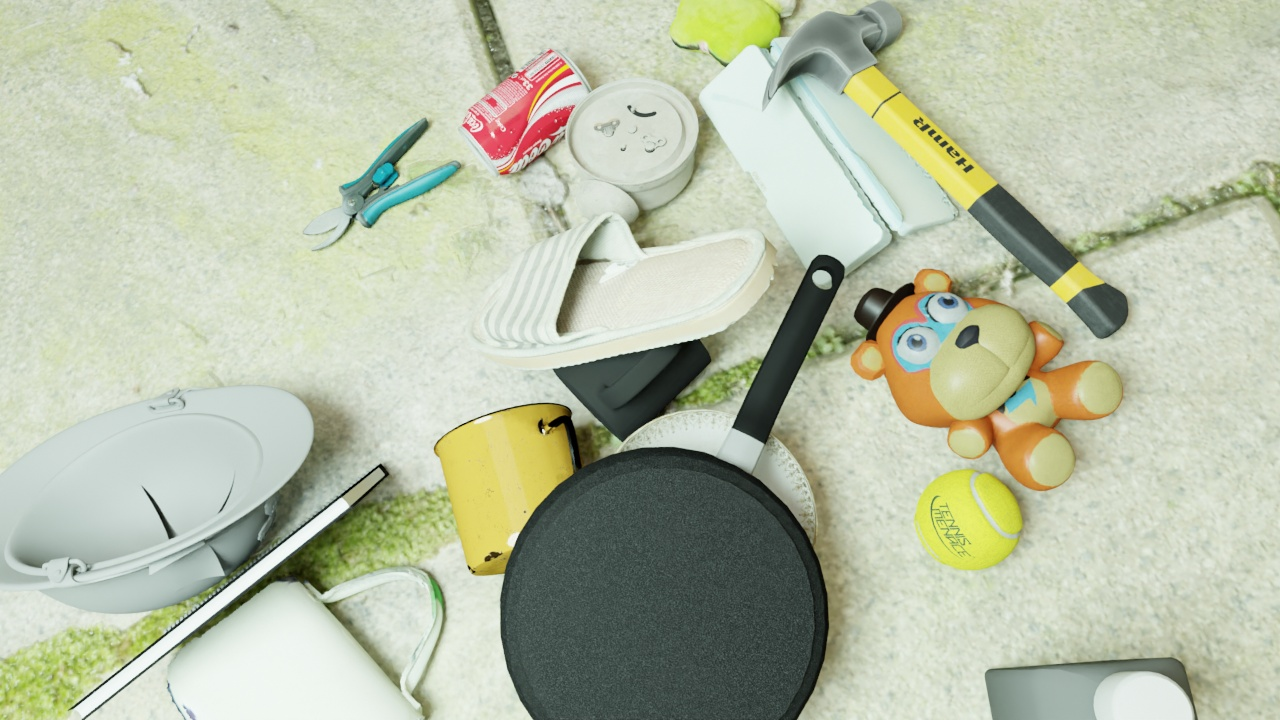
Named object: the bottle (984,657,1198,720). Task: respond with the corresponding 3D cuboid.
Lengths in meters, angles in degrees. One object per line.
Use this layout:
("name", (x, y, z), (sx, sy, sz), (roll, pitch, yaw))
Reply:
("bottle", (0.253, 0.191, 0.508), (0.084, 0.174, 0.046), (-7, 70, 7))

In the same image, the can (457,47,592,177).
("can", (-0.094, -0.204, 0.760), (0.104, 0.064, 0.064), (-40, 70, -5))

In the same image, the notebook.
("notebook", (-0.269, 0.149, 0.632), (0.206, 0.149, 0.016), (-39, 95, -4))

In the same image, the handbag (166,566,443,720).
("handbag", (-0.212, 0.219, 0.647), (0.151, 0.074, 0.175), (39, 63, 18))

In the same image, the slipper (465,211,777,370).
("slipper", (-0.029, -0.050, 0.636), (0.273, 0.054, 0.114), (-2, 54, 42))

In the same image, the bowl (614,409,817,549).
("bowl", (0.044, 0.109, 0.626), (0.145, 0.063, 0.145), (-1, 77, 3))

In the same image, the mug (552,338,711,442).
("mug", (-0.004, 0.004, 0.650), (0.088, 0.113, 0.078), (-44, 97, -7))

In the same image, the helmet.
("helmet", (-0.343, 0.120, 0.672), (0.271, 0.118, 0.183), (-10, 39, 10))

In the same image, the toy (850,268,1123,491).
("toy", (0.225, 0.008, 0.625), (0.176, 0.096, 0.112), (32, 76, 29))

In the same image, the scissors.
("scissors", (-0.219, -0.151, 0.789), (0.124, 0.019, 0.155), (11, 75, 15))

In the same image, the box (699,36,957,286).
("box", (0.143, -0.164, 0.720), (0.126, 0.074, 0.197), (-22, 71, -19))

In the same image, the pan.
("pan", (0.048, 0.087, 0.570), (0.204, 0.044, 0.355), (27, 82, 2))

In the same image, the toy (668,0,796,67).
("toy", (0.085, -0.299, 0.774), (0.092, 0.043, 0.117), (30, 76, 20))

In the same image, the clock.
("clock", (-0.013, -0.150, 0.731), (0.103, 0.061, 0.156), (18, 68, 14))

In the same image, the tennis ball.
("tennis ball", (0.215, 0.104, 0.602), (0.065, 0.065, 0.065), (-3, 71, 9))

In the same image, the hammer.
("hammer", (0.228, -0.140, 0.677), (0.169, 0.034, 0.324), (-33, 75, -33))

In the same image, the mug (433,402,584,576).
("mug", (-0.076, 0.087, 0.632), (0.124, 0.100, 0.094), (-37, 64, 42))
